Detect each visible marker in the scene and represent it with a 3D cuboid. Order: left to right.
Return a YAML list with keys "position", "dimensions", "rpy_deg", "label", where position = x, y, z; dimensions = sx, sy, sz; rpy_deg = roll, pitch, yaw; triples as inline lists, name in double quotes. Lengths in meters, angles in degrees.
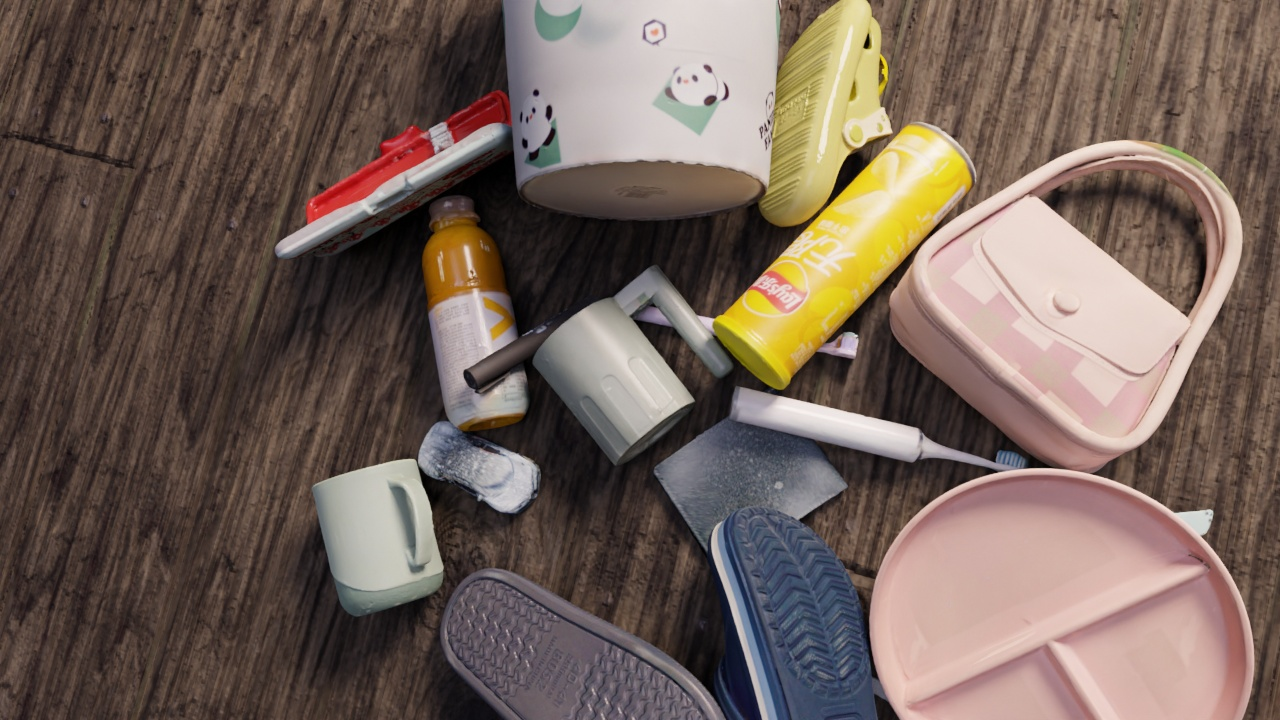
- position: [-0.080, -0.014, 0.714]
  dimensions: [0.131, 0.020, 0.022]
  rpy_deg: [-34, 110, -34]
  label: "marker"

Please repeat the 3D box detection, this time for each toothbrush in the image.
- position: [0.075, -0.026, 0.723]
  dimensions: [0.189, 0.029, 0.021]
  rpy_deg: [10, 121, 14]
  label: "toothbrush"
- position: [0.175, 0.056, 0.678]
  dimensions: [0.221, 0.027, 0.026]
  rpy_deg: [13, 74, 4]
  label: "toothbrush"

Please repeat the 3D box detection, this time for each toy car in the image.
- position: [-0.131, 0.087, 0.742]
  dimensions: [0.105, 0.031, 0.049]
  rpy_deg: [23, 88, 13]
  label: "toy car"

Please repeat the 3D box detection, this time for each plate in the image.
- position: [0.271, 0.184, 0.611]
  dimensions: [0.230, 0.028, 0.229]
  rpy_deg: [1, 94, 22]
  label: "plate"

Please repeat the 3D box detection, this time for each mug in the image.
- position: [-0.195, 0.135, 0.712]
  dimensions: [0.112, 0.082, 0.106]
  rpy_deg: [-24, 78, 41]
  label: "mug"
- position: [-0.004, 0.004, 0.702]
  dimensions: [0.124, 0.083, 0.103]
  rpy_deg: [-39, 78, 4]
  label: "mug"

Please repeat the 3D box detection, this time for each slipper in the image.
- position: [-0.034, 0.244, 0.683]
  dimensions: [0.268, 0.083, 0.110]
  rpy_deg: [26, 83, 32]
  label: "slipper"
- position: [0.104, 0.230, 0.646]
  dimensions: [0.095, 0.105, 0.252]
  rpy_deg: [-32, 65, 42]
  label: "slipper"
- position: [0.146, -0.182, 0.707]
  dimensions: [0.081, 0.092, 0.190]
  rpy_deg: [23, 74, -26]
  label: "slipper"

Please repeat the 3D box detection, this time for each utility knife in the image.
- position: [0.307, 0.124, 0.655]
  dimensions: [0.191, 0.018, 0.034]
  rpy_deg: [-8, 80, 9]
  label: "utility knife"

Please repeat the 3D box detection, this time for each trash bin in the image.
- position: [0.001, -0.245, 0.672]
  dimensions: [0.230, 0.229, 0.252]
  rpy_deg: [-1, 86, 11]
  label: "trash bin"

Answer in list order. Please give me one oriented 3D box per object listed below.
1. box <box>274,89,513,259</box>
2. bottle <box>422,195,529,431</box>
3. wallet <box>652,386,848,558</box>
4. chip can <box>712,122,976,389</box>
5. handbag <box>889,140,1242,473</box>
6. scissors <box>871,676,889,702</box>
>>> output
- position: [-0.188, -0.144, 0.739]
  dimensions: [0.201, 0.160, 0.060]
  rpy_deg: [-28, 116, 7]
  label: "box"
- position: [-0.137, -0.040, 0.742]
  dimensions: [0.068, 0.068, 0.189]
  rpy_deg: [-14, 79, 9]
  label: "bottle"
- position: [0.082, 0.091, 0.706]
  dimensions: [0.121, 0.019, 0.097]
  rpy_deg: [-35, 78, 6]
  label: "wallet"
- position: [0.150, -0.077, 0.674]
  dimensions: [0.072, 0.072, 0.213]
  rpy_deg: [43, 85, 14]
  label: "chip can"
- position: [0.317, -0.055, 0.653]
  dimensions: [0.234, 0.093, 0.193]
  rpy_deg: [-44, 77, -5]
  label: "handbag"
- position: [0.214, 0.264, 0.657]
  dimensions: [0.176, 0.012, 0.162]
  rpy_deg: [13, 84, 15]
  label: "scissors"
